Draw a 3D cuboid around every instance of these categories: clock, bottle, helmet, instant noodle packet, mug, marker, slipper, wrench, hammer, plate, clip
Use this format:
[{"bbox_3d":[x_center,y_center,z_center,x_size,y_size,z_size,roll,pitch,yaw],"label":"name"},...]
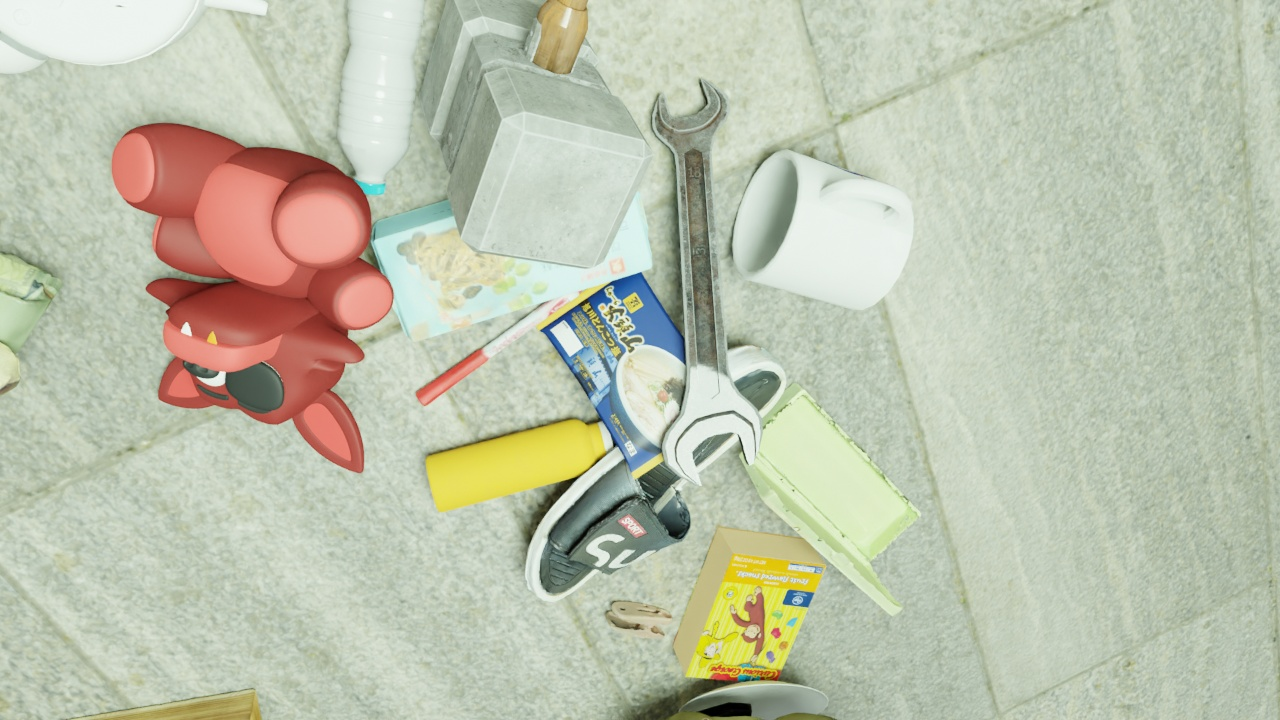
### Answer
[{"bbox_3d":[-0.296,-0.221,0.480,0.161,0.073,0.125,-16,116,-8],"label":"clock"},{"bbox_3d":[-0.158,-0.169,0.556,0.044,0.044,0.136,6,112,-17],"label":"bottle"},{"bbox_3d":[0.084,0.389,0.738,0.232,0.255,0.251,3,111,-20],"label":"helmet"},{"bbox_3d":[-0.004,0.004,0.649,0.087,0.026,0.134,-34,77,2],"label":"instant noodle packet"},{"bbox_3d":[0.131,-0.093,0.627,0.090,0.121,0.091,13,74,-20],"label":"mug"},{"bbox_3d":[-0.101,-0.012,0.659,0.142,0.012,0.013,-35,117,2],"label":"marker"},{"bbox_3d":[0.016,0.099,0.693,0.264,0.063,0.111,-45,145,4],"label":"slipper"},{"bbox_3d":[-0.084,0.074,0.684,0.143,0.043,0.043,-14,116,-9],"label":"bottle"},{"bbox_3d":[0.041,-0.053,0.620,0.070,0.010,0.273,-4,90,-5],"label":"wrench"},{"bbox_3d":[-0.019,-0.219,0.450,0.082,0.162,0.319,6,131,-29],"label":"hammer"},{"bbox_3d":[0.101,0.309,0.828,0.134,0.011,0.135,-2,143,-2],"label":"plate"},{"bbox_3d":[0.001,0.220,0.783,0.049,0.025,0.061,-34,119,0],"label":"clip"}]

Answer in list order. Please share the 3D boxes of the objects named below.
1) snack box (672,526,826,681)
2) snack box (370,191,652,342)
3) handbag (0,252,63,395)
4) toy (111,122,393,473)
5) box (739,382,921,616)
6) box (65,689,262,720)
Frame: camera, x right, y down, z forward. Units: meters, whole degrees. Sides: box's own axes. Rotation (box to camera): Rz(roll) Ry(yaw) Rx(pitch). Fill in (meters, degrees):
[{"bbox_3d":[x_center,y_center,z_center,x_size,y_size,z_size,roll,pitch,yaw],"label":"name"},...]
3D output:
[{"bbox_3d":[0.092,0.213,0.794,0.088,0.040,0.126,11,110,-19],"label":"snack box"},{"bbox_3d":[-0.084,-0.077,0.613,0.174,0.053,0.075,-17,117,-6],"label":"snack box"},{"bbox_3d":[-0.434,-0.036,0.501,0.186,0.117,0.113,36,100,-27],"label":"handbag"},{"bbox_3d":[-0.232,-0.034,0.557,0.158,0.120,0.197,17,115,6],"label":"toy"},{"bbox_3d":[0.167,0.112,0.749,0.082,0.098,0.188,-44,119,7],"label":"box"},{"bbox_3d":[-0.344,0.454,0.626,0.286,0.336,0.279,-7,113,-14],"label":"box"}]
